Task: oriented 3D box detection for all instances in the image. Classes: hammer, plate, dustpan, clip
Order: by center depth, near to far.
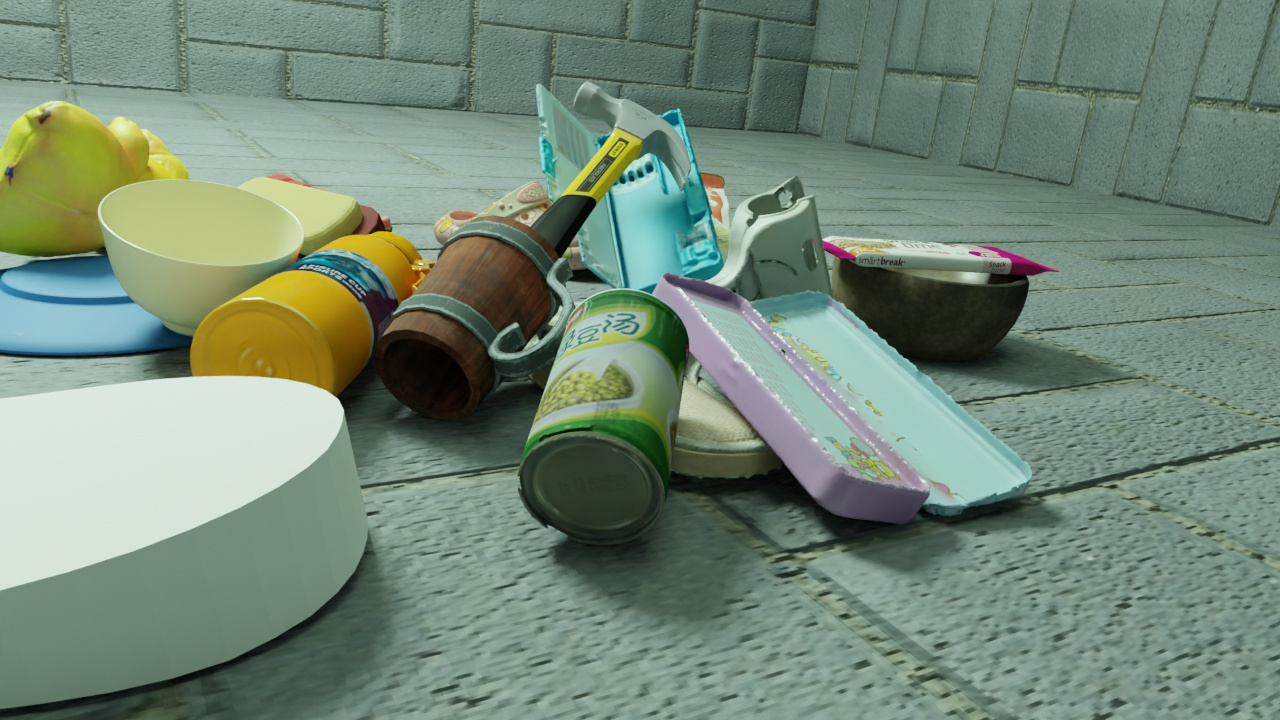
[{"bbox_3d":[-0.243,0.068,0.359,0.257,0.053,0.191,-8,20,-6],"label":"dustpan"},{"bbox_3d":[-0.385,-0.051,0.656,0.224,0.024,0.224,6,18,-2],"label":"plate"},{"bbox_3d":[0.103,-0.056,0.700,0.105,0.126,0.151,10,39,42],"label":"clip"},{"bbox_3d":[-0.054,-0.121,0.728,0.127,0.029,0.322,27,46,4],"label":"hammer"}]

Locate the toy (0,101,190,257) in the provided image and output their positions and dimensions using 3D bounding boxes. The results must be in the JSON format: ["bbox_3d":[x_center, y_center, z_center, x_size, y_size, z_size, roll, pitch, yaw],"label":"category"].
[{"bbox_3d":[-0.436,-0.126,0.726,0.087,0.134,0.194,39,1,-4],"label":"toy"}]

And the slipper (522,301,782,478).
[{"bbox_3d":[-0.003,0.003,0.587,0.114,0.054,0.273,-8,23,-23],"label":"slipper"}]

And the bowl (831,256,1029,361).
[{"bbox_3d":[0.245,-0.051,0.797,0.162,0.070,0.162,6,18,-2],"label":"bowl"}]

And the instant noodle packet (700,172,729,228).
[{"bbox_3d":[0.018,-0.154,1.064,0.164,0.084,0.220,10,30,-4],"label":"instant noodle packet"}]

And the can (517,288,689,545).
[{"bbox_3d":[-0.014,0.022,0.443,0.067,0.067,0.120,8,36,3],"label":"can"}]

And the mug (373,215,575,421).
[{"bbox_3d":[-0.085,-0.026,0.541,0.118,0.081,0.110,-3,36,26],"label":"mug"}]

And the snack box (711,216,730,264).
[{"bbox_3d":[0.046,-0.121,0.926,0.168,0.027,0.131,40,32,24],"label":"snack box"}]

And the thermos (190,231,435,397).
[{"bbox_3d":[-0.187,-0.028,0.583,0.091,0.076,0.232,30,16,-8],"label":"thermos"}]

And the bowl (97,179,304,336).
[{"bbox_3d":[-0.285,-0.058,0.596,0.118,0.074,0.117,15,29,-9],"label":"bowl"}]

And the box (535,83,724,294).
[{"bbox_3d":[-0.018,-0.149,0.838,0.168,0.087,0.226,5,47,-17],"label":"box"}]

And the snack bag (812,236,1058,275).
[{"bbox_3d":[0.242,-0.088,0.765,0.196,0.016,0.070,2,17,-14],"label":"snack bag"}]

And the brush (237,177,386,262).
[{"bbox_3d":[-0.307,-0.120,0.806,0.173,0.042,0.082,16,50,26],"label":"brush"}]

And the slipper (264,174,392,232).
[{"bbox_3d":[-0.376,-0.156,0.924,0.249,0.059,0.103,6,18,3],"label":"slipper"}]

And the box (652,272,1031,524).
[{"bbox_3d":[0.109,0.014,0.539,0.151,0.041,0.214,0,33,-29],"label":"box"}]

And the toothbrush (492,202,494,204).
[{"bbox_3d":[-0.122,-0.164,1.097,0.187,0.017,0.012,23,13,41],"label":"toothbrush"}]

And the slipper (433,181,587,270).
[{"bbox_3d":[-0.120,-0.140,0.927,0.197,0.082,0.093,11,20,18],"label":"slipper"}]
